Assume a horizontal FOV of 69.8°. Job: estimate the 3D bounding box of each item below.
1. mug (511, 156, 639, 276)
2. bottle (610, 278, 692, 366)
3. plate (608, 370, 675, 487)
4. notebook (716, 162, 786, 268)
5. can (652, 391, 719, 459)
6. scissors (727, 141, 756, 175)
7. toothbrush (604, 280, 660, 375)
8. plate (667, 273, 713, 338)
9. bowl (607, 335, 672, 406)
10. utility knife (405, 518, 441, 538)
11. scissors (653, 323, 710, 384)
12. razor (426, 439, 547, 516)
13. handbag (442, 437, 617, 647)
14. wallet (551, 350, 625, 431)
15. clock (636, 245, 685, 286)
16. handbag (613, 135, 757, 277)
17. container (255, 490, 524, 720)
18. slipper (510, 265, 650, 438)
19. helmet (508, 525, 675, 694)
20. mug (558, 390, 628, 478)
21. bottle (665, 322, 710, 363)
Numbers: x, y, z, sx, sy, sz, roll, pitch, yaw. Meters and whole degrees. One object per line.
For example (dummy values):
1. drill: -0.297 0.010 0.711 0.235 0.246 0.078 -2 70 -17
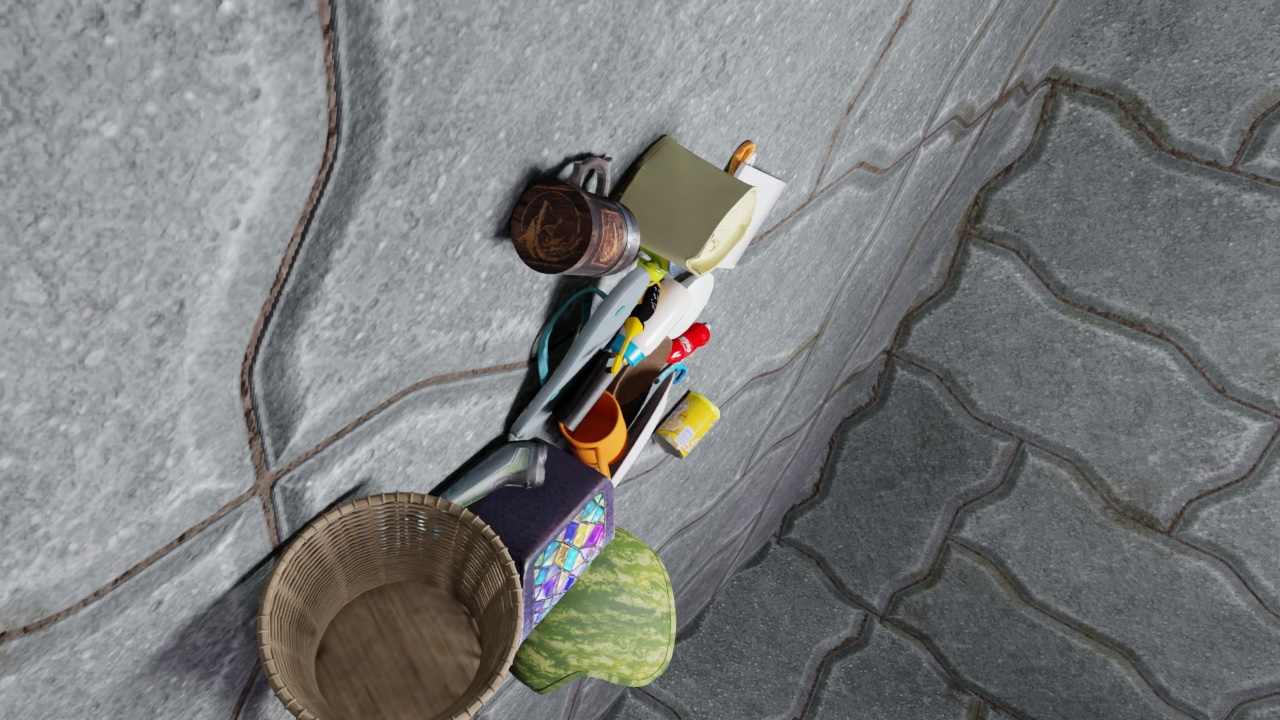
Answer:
1. mug: -0.053 -0.133 0.832 0.107 0.080 0.116 -6 103 -66
2. bottle: 0.004 -0.037 1.148 0.146 0.051 0.051 -50 160 -11
3. plate: -0.012 0.120 1.296 0.242 0.016 0.242 -57 -178 3
4. notebook: 0.128 -0.186 1.221 0.143 0.009 0.209 -58 163 16
5. can: 0.078 0.109 1.544 0.105 0.067 0.068 -47 160 -18
6. scissors: 0.103 -0.215 1.136 0.128 0.013 0.064 -53 160 -5
7. toothbrush: -0.007 -0.042 1.055 0.196 0.031 0.031 -67 147 -53
8. plate: 0.057 -0.079 1.237 0.104 0.026 0.104 -45 159 -24
9. bowl: -0.007 0.007 1.223 0.117 0.030 0.118 -43 160 -20
10. utility knife: -0.235 0.201 1.061 0.022 0.015 0.181 -58 160 -10
11. scissors: 0.062 0.002 1.409 0.133 0.011 0.138 -45 160 -31
12. razor: -0.168 0.137 1.032 0.151 0.067 0.054 -29 152 -34
13. handbag: -0.135 0.233 1.139 0.204 0.125 0.222 -44 152 -41
14. wallet: -0.063 0.033 1.075 0.099 0.031 0.120 -53 -168 -5
15. clock: 0.036 -0.132 1.049 0.083 0.057 0.119 -31 150 -50
16. handbag: 0.042 -0.154 0.938 0.111 0.119 0.081 -50 162 -23
17. container: -0.234 0.270 0.884 0.226 0.227 0.197 -42 165 -30
18. slipper: -0.075 -0.018 1.018 0.270 0.055 0.098 -53 169 33
19. helmet: -0.090 0.349 1.321 0.247 0.213 0.243 -2 98 -18
20. mug: -0.054 0.102 1.165 0.077 0.112 0.096 -16 156 -1
21. bottle: 0.055 -0.019 1.319 0.118 0.036 0.036 -33 152 -45
